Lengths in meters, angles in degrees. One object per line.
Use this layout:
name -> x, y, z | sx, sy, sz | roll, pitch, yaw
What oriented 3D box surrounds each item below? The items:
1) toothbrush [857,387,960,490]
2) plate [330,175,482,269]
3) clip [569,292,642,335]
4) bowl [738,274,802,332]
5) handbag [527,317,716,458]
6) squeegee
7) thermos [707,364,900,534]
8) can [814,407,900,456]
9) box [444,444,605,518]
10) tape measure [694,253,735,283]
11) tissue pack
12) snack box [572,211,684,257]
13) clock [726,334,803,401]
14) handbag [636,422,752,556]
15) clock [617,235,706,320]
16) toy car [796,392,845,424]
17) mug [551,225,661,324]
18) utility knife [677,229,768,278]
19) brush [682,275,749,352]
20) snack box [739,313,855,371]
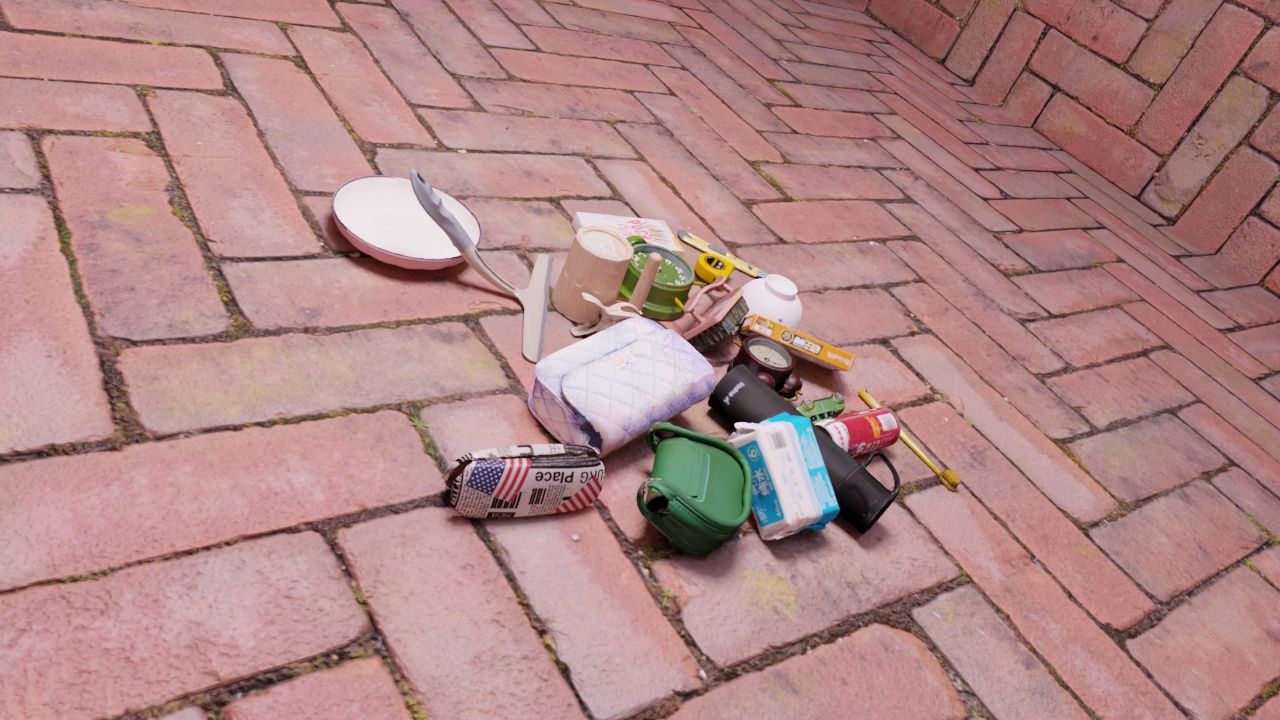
toothbrush -> 0.364, 0.103, 1.249 | 0.015, 0.017, 0.190 | -8, 46, -38
plate -> -0.304, -0.173, 1.191 | 0.192, 0.039, 0.192 | 16, 36, -12
clip -> -0.037, -0.058, 1.180 | 0.097, 0.060, 0.034 | 4, 35, -25
bowl -> 0.195, -0.088, 1.357 | 0.118, 0.065, 0.118 | 16, 35, -12
handbag -> -0.023, 0.028, 1.044 | 0.193, 0.076, 0.134 | -28, 59, -37
squeegee -> -0.208, -0.139, 1.143 | 0.246, 0.039, 0.246 | 47, 24, -30
thermos -> 0.199, 0.097, 1.102 | 0.242, 0.090, 0.068 | 40, -5, 21
can -> 0.271, 0.095, 1.171 | 0.132, 0.053, 0.053 | -9, 47, -38
box -> -0.107, 0.121, 0.901 | 0.163, 0.075, 0.077 | 4, 46, -31
tape measure -> 0.111, -0.137, 1.402 | 0.057, 0.029, 0.059 | 29, 35, 5
tissue pack -> 0.158, 0.128, 1.023 | 0.089, 0.063, 0.140 | -8, 74, -38
snack box -> -0.018, -0.186, 1.391 | 0.156, 0.027, 0.084 | 0, 42, -30
clock -> 0.166, 0.017, 1.209 | 0.082, 0.055, 0.122 | 4, 37, -28
handbag -> 0.053, 0.131, 0.963 | 0.120, 0.068, 0.131 | 33, 34, -15
clock -> 0.006, -0.122, 1.296 | 0.161, 0.056, 0.115 | 30, 34, 8
toy car -> 0.228, 0.069, 1.188 | 0.091, 0.043, 0.036 | -14, 65, -32
mug -> -0.044, -0.108, 1.205 | 0.124, 0.104, 0.084 | 11, 37, -18
utility knife -> 0.137, -0.165, 1.472 | 0.178, 0.019, 0.030 | 31, 41, 1
brush -> 0.106, -0.072, 1.273 | 0.073, 0.063, 0.145 | 54, 33, -7
snack box -> 0.218, -0.024, 1.285 | 0.153, 0.026, 0.075 | 22, -3, -5
